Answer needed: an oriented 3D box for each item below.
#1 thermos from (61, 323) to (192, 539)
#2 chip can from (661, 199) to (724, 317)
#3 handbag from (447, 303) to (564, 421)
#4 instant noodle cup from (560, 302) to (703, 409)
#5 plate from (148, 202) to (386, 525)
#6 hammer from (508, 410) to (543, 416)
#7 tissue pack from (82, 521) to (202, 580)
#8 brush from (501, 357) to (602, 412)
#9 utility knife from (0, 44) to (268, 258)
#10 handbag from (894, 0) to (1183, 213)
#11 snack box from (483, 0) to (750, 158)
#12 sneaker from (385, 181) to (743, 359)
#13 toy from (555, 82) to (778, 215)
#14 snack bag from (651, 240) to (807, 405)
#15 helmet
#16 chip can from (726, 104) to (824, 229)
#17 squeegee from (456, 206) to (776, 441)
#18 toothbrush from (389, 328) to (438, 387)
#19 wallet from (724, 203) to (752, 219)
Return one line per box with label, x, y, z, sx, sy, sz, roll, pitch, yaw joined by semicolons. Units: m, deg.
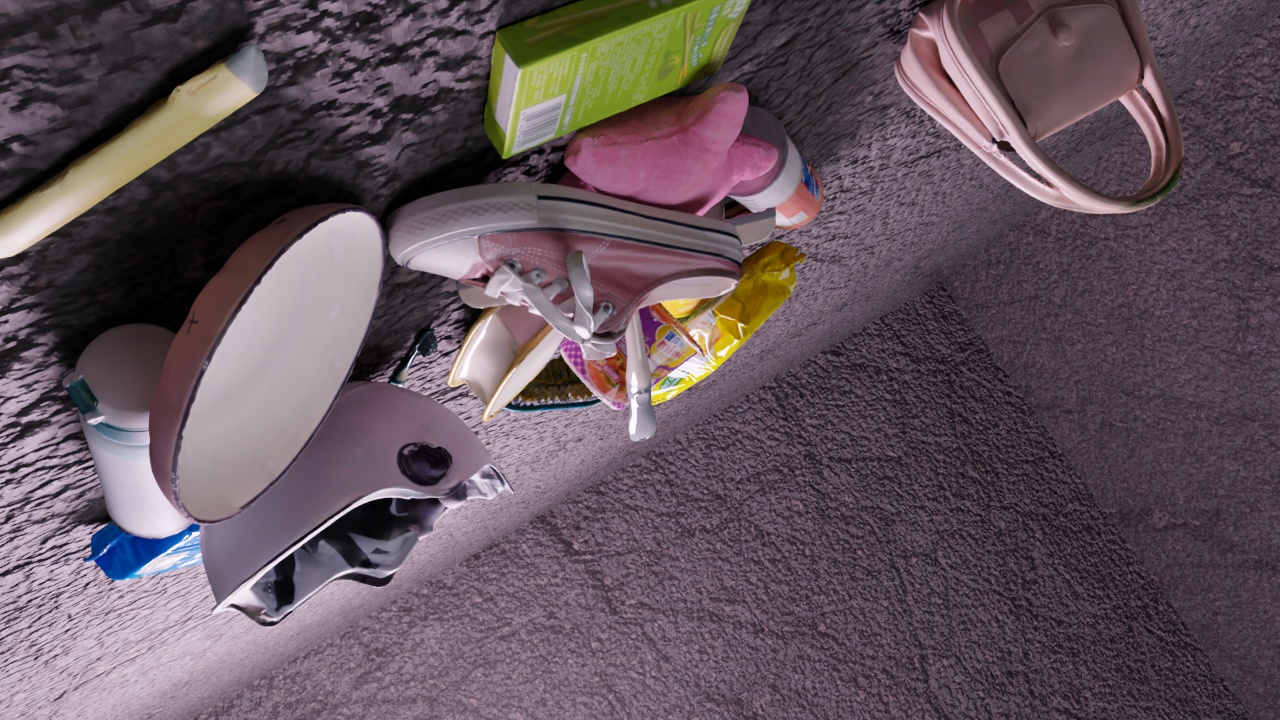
thermos;-0.303;0.047;0.571;0.073;0.073;0.225;-26;168;-33
chip can;0.035;-0.100;0.861;0.072;0.072;0.213;-31;170;-6
handbag;-0.092;-0.039;0.851;0.178;0.063;0.164;-43;178;-33
instant noodle cup;-0.013;-0.016;0.850;0.099;0.111;0.111;-41;169;6
plate;-0.207;-0.004;0.506;0.192;0.039;0.192;32;84;-88
hammer;-0.038;-0.028;1.101;0.324;0.032;0.126;-35;170;19
tissue pack;-0.389;0.141;0.796;0.095;0.052;0.157;-32;170;10
brush;-0.103;0.031;1.035;0.143;0.055;0.074;-3;162;-24
utility knife;-0.212;-0.082;0.373;0.152;0.018;0.031;-35;165;4
handbag;0.345;-0.220;0.750;0.193;0.234;0.093;-29;171;-18
snack box;-0.011;-0.171;0.513;0.156;0.026;0.086;-28;169;-20
sneaker;-0.041;-0.053;0.592;0.240;0.087;0.118;4;165;-23
toy;0.001;-0.129;0.628;0.179;0.074;0.194;-22;172;16
snack bag;0.075;-0.036;1.043;0.247;0.068;0.157;-34;-169;50
helmet;-0.249;0.100;0.756;0.230;0.146;0.258;-39;163;26
chip can;0.113;-0.161;0.804;0.071;0.071;0.214;-35;169;16
squeegee;-0.005;0.004;0.764;0.246;0.039;0.247;-14;140;-7
toothbrush;-0.220;0.023;0.835;0.016;0.018;0.192;-24;167;-41
wallet;0.109;-0.146;0.987;0.130;0.035;0.119;-28;175;-26
